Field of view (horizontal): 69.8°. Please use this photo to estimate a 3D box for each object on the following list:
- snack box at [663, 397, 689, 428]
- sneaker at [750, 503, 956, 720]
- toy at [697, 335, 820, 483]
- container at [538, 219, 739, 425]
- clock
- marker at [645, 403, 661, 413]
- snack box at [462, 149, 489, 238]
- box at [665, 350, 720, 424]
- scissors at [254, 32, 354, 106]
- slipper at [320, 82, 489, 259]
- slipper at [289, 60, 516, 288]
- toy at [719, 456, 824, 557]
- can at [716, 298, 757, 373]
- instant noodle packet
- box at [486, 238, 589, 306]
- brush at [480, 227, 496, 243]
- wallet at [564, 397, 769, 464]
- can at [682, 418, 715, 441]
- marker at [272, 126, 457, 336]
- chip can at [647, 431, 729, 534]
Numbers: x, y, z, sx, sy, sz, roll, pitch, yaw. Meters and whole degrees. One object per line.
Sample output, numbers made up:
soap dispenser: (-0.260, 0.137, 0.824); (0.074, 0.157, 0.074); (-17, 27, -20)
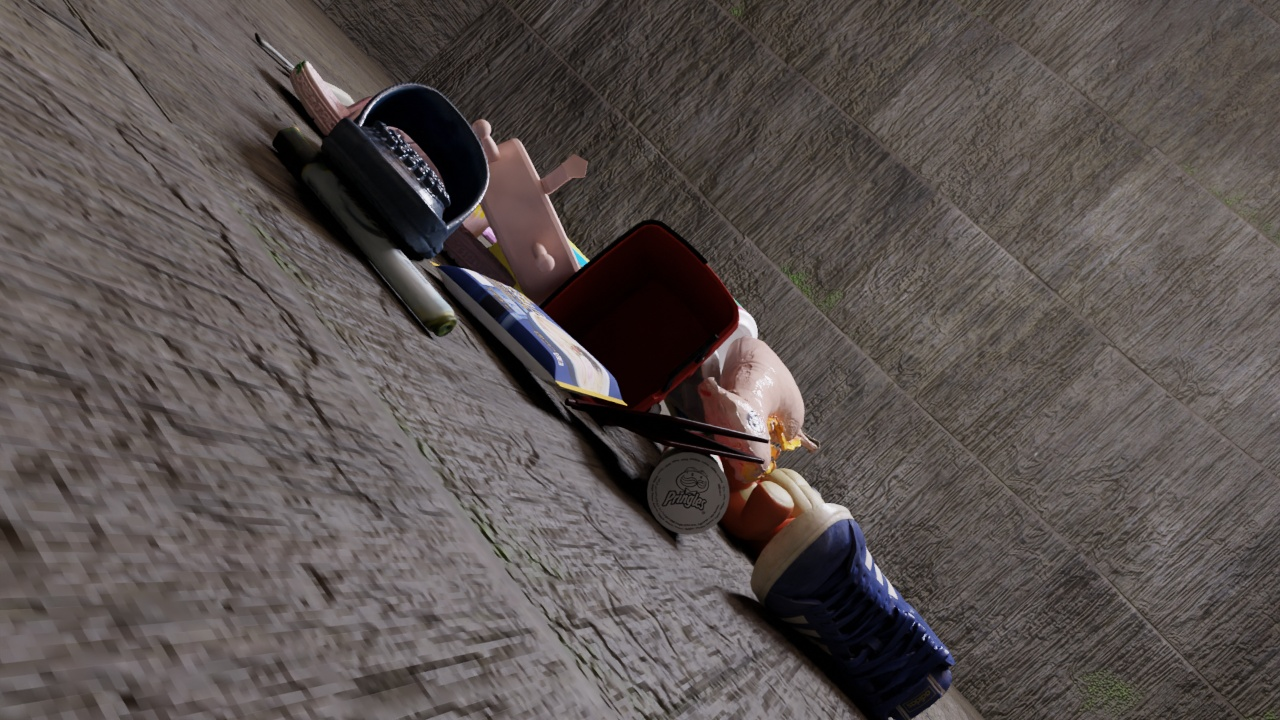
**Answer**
snack box: (0.079, 0.068, 1.150); (0.153, 0.055, 0.207); (50, -10, 50)
sneaker: (0.160, 0.196, 0.658); (0.118, 0.091, 0.233); (51, -4, 32)
toy: (0.119, 0.060, 0.850); (0.196, 0.065, 0.263); (52, 17, -13)
container: (-0.002, -0.027, 0.719); (0.127, 0.148, 0.201); (48, -6, 10)
clock: (-0.086, -0.119, 0.765); (0.131, 0.086, 0.161); (64, -10, 7)
marker: (0.008, 0.055, 1.090); (0.019, 0.019, 0.145); (47, 2, 8)
snack box: (-0.183, -0.180, 0.883); (0.093, 0.079, 0.094); (48, 2, 18)
box: (0.012, 0.010, 0.993); (0.211, 0.130, 0.106); (-130, -162, -66)
scissors: (-0.293, -0.249, 0.885); (0.196, 0.015, 0.179); (45, 4, -34)
slipper: (-0.134, -0.120, 0.564); (0.101, 0.082, 0.263); (50, -5, -18)
slipper: (-0.175, -0.150, 0.736); (0.239, 0.064, 0.094); (47, 2, -23)
toy: (0.131, 0.153, 0.886); (0.112, 0.096, 0.176); (50, -7, 46)
can: (0.062, -0.055, 1.064); (0.088, 0.088, 0.166); (45, 6, -40)
instant noodle packet: (-0.073, -0.017, 0.602); (0.134, 0.026, 0.087); (41, 9, 27)
box: (-0.101, -0.094, 0.964); (0.124, 0.083, 0.221); (45, 5, -12)
brush: (-0.201, -0.189, 1.188); (0.228, 0.043, 0.089); (44, 3, -41)
wallet: (0.016, 0.045, 0.612); (0.091, 0.018, 0.116); (15, -3, -35)
can: (0.077, 0.099, 0.982); (0.067, 0.067, 0.121); (46, 2, -7)
marker: (-0.142, -0.067, 0.469); (0.146, 0.017, 0.017); (48, 3, 16)
chip can: (0.036, 0.084, 0.679); (0.052, 0.052, 0.214); (47, 2, 3)
